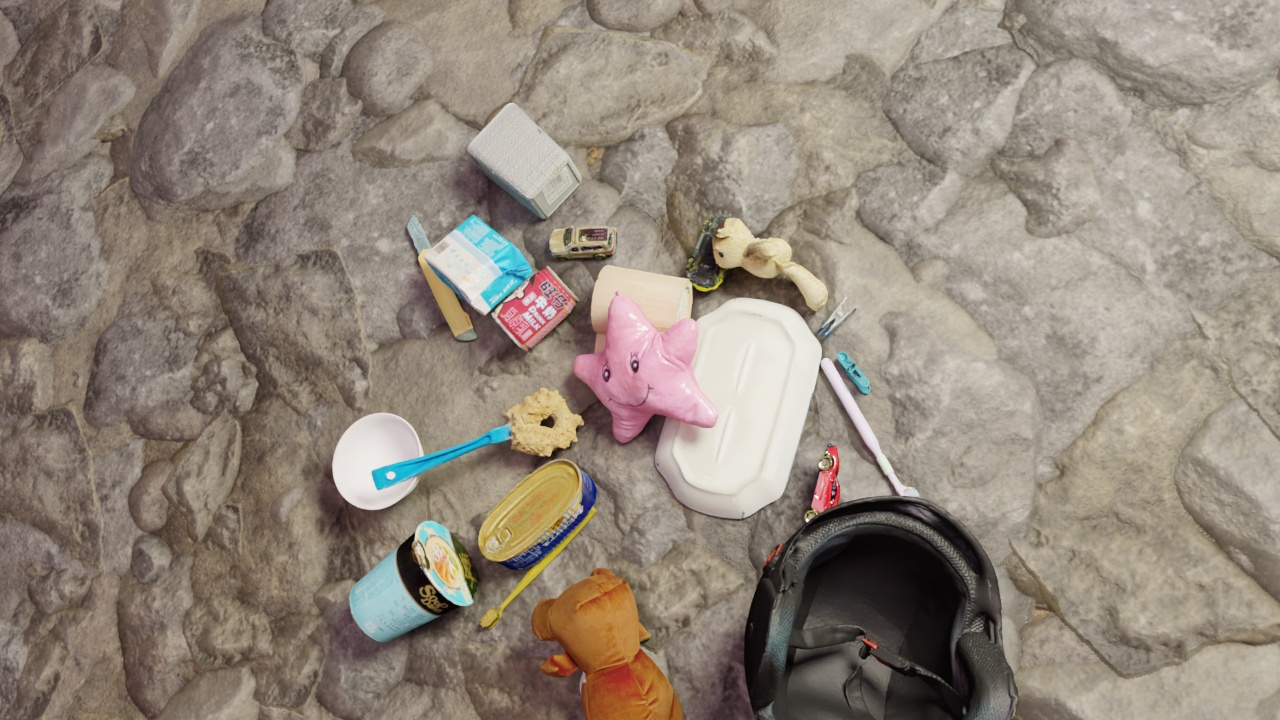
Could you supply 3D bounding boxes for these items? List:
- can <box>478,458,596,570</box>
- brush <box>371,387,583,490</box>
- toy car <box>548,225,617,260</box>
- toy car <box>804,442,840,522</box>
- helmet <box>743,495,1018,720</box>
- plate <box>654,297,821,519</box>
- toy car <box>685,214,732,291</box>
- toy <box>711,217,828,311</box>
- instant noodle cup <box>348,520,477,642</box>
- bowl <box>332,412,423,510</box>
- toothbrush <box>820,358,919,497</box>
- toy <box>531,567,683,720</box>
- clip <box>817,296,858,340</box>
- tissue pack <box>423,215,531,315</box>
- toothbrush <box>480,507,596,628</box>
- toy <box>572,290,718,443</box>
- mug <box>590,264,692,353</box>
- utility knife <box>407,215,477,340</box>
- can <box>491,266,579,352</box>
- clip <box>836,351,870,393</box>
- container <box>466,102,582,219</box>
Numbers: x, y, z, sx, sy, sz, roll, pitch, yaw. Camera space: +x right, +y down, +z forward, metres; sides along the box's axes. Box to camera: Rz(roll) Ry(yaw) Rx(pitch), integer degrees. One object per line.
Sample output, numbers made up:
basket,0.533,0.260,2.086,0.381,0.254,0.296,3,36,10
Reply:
can,-0.119,0.181,1.073,0.148,0.049,0.074,-43,53,-1
brush,-0.193,0.101,1.092,0.254,0.046,0.083,-19,81,-9
toy car,-0.075,-0.153,1.172,0.090,0.035,0.042,-1,73,16
toy car,0.204,0.144,1.009,0.031,0.049,0.106,11,77,16
helmet,0.216,0.265,0.877,0.233,0.230,0.274,21,81,4
plate,0.111,0.049,1.067,0.162,0.034,0.265,15,79,18
toy car,0.091,-0.132,1.125,0.048,0.032,0.105,16,68,15
toy,0.152,-0.111,1.075,0.157,0.105,0.066,33,105,3
instant noodle cup,-0.271,0.265,1.072,0.120,0.111,0.111,-33,69,11
bowl,-0.312,0.129,1.137,0.118,0.065,0.118,-4,74,14
toothbrush,0.254,0.076,1.031,0.021,0.029,0.189,-47,62,39
toy,-0.035,0.332,0.983,0.139,0.131,0.199,-22,78,-33
clip,0.228,-0.049,1.071,0.033,0.025,0.057,43,84,16
tissue pack,-0.206,-0.121,1.163,0.090,0.063,0.140,-42,46,-11
toothbrush,-0.121,0.243,1.081,0.015,0.016,0.190,42,88,20
toy,-0.006,0.006,1.056,0.195,0.074,0.178,-11,100,40
mug,0.000,-0.047,1.106,0.104,0.084,0.125,10,102,15
utility knife,-0.269,-0.110,1.218,0.031,0.021,0.207,-29,76,0
can,-0.130,-0.065,1.144,0.094,0.066,0.066,-42,69,0
clip,0.244,0.013,1.051,0.014,0.040,0.056,-34,63,2
container,-0.146,-0.254,1.192,0.114,0.090,0.090,43,89,17
